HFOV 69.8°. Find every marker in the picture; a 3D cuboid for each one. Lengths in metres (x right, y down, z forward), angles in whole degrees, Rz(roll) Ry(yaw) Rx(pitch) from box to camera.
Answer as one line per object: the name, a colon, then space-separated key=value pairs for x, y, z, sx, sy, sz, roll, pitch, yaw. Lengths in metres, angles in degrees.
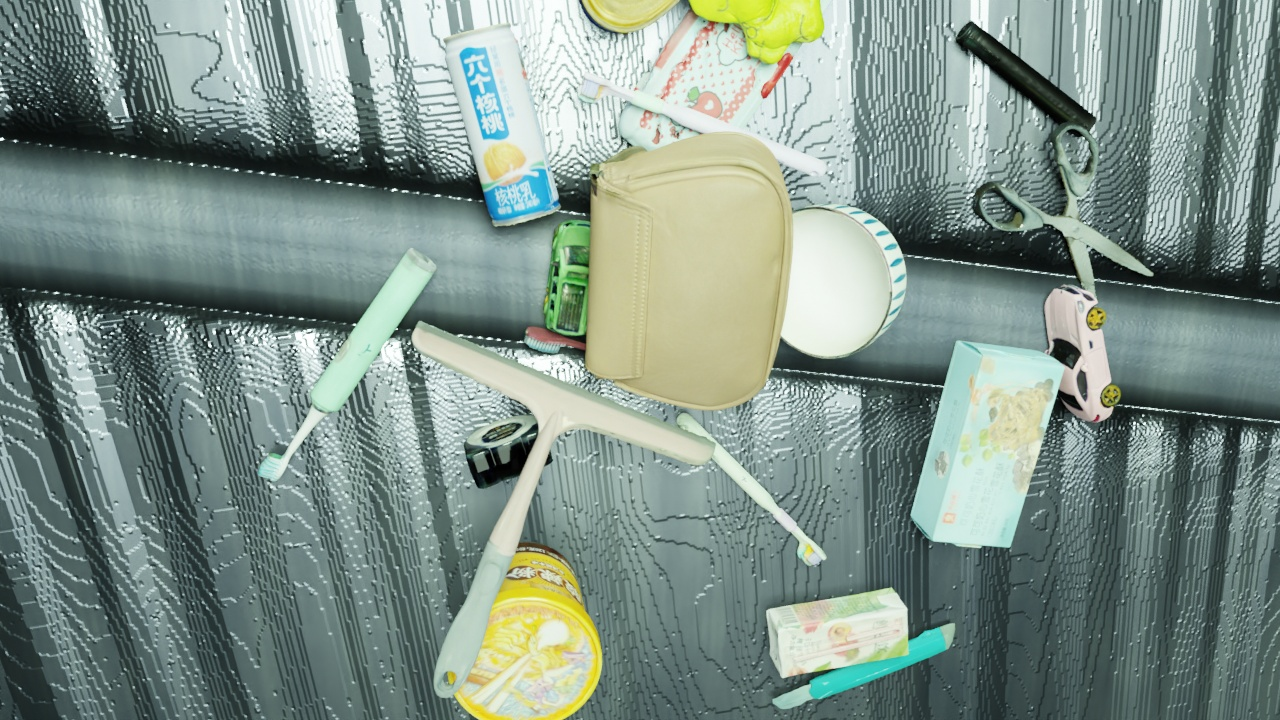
marker: x=0.300 y=-0.217 z=0.711 sx=0.132 sy=0.022 sz=0.020 roll=31 pitch=133 yaw=-15

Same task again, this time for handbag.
handbag: x=0.034 y=-0.065 z=0.675 sx=0.148 sy=0.099 sz=0.205 roll=3 pitch=122 yaw=-3

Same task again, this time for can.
can: x=0.014 y=-0.294 z=0.637 sx=0.074 sy=0.049 sz=0.148 roll=37 pitch=100 yaw=-16
can: x=-0.099 y=-0.169 z=0.661 sx=0.053 sy=0.053 sz=0.135 roll=-15 pitch=109 yaw=-2

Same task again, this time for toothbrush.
toothbrush: x=0.047 y=-0.166 z=0.657 sx=0.189 sy=0.029 sz=0.021 roll=17 pitch=68 yaw=-10
toothbrush: x=-0.231 y=0.008 z=0.717 sx=0.027 sy=0.026 sz=0.225 roll=29 pitch=103 yaw=-37
toothbrush: x=-0.004 y=0.004 z=0.749 sx=0.187 sy=0.016 sz=0.017 roll=15 pitch=132 yaw=-13
toothbrush: x=0.095 y=0.112 z=0.793 sx=0.189 sy=0.029 sz=0.020 roll=47 pitch=55 yaw=-16

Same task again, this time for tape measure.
tape measure: x=-0.105 y=0.070 z=0.730 sx=0.065 sy=0.066 sz=0.033 roll=-18 pitch=106 yaw=-7

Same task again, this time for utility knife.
utility knife: x=0.212 y=0.291 z=0.867 sx=0.186 sy=0.013 sz=0.029 roll=-21 pitch=107 yaw=-2

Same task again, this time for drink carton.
drink carton: x=0.180 y=0.247 z=0.832 sx=0.122 sy=0.045 sz=0.053 roll=-8 pitch=107 yaw=-5

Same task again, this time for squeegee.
squeegee: x=-0.097 y=0.127 z=0.669 sx=0.247 sy=0.040 sz=0.249 roll=22 pitch=81 yaw=-3

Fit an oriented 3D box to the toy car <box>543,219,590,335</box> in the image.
toy car: x=-0.051 y=-0.063 z=0.712 sx=0.043 sy=0.036 sz=0.091 roll=7 pitch=103 yaw=-8

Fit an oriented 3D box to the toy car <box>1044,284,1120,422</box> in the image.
toy car: x=0.365 y=-0.004 z=0.769 sx=0.037 sy=0.056 sz=0.122 roll=-22 pitch=108 yaw=-7

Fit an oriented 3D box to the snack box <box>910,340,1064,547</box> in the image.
snack box: x=0.294 y=0.073 z=0.787 sx=0.074 sy=0.051 sz=0.175 roll=6 pitch=106 yaw=-10

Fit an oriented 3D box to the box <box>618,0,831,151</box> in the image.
box: x=0.066 y=-0.229 z=0.666 sx=0.086 sy=0.047 sz=0.201 roll=32 pitch=102 yaw=-15

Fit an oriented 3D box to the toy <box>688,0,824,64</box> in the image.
toy: x=0.080 y=-0.253 z=0.623 sx=0.096 sy=0.031 sz=0.100 roll=-28 pitch=118 yaw=-1

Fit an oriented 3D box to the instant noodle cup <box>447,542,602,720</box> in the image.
instant noodle cup: x=-0.094 y=0.217 z=0.753 sx=0.118 sy=0.114 sz=0.118 roll=-2 pitch=107 yaw=-6

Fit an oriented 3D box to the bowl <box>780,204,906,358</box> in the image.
bowl: x=0.153 y=-0.065 z=0.708 sx=0.066 sy=0.117 sz=0.116 roll=-23 pitch=117 yaw=-46

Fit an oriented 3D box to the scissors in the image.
scissors: x=0.351 y=-0.114 z=0.750 sx=0.178 sy=0.014 sz=0.160 roll=5 pitch=120 yaw=-4
